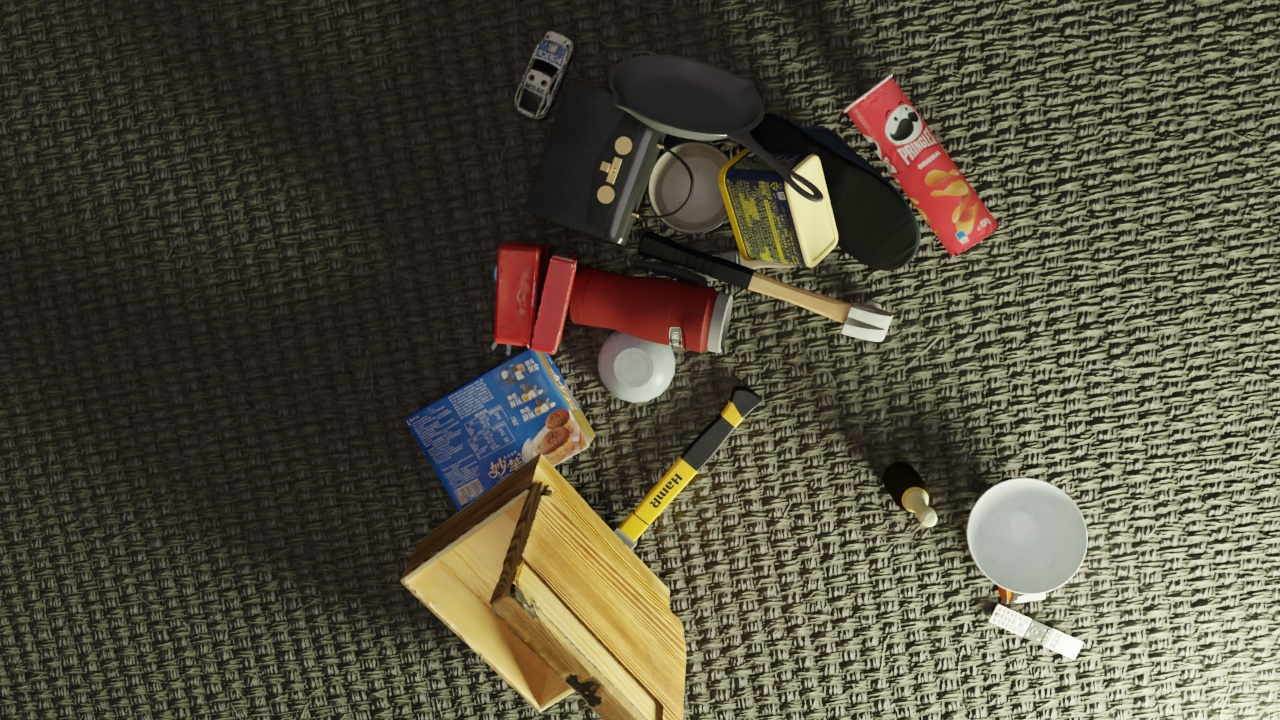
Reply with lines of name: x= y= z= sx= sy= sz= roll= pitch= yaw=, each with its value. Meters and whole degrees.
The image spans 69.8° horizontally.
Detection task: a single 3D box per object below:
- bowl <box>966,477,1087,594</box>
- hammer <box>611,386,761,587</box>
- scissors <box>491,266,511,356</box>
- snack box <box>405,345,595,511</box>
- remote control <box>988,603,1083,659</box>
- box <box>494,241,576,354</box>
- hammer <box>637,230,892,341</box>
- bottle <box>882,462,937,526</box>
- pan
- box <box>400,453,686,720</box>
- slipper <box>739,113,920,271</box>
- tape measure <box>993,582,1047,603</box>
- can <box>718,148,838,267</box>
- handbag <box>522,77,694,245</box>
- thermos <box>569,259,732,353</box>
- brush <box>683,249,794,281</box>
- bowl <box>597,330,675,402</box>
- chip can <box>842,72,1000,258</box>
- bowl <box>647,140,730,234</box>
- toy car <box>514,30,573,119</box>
bowl: x=0.488 y=0.223 z=1.183 sx=0.144 sy=0.074 sz=0.144 roll=-1 pitch=84 yaw=7
hammer: x=0.050 y=0.166 z=1.251 sx=0.170 sy=0.034 sz=0.325 roll=40 pitch=98 yaw=-2
scissors: x=-0.182 y=-0.077 z=1.248 sx=0.095 sy=0.015 sz=0.142 roll=34 pitch=94 yaw=0
snack box: x=-0.188 y=0.091 z=1.243 sx=0.203 sy=0.069 sz=0.155 roll=-29 pitch=94 yaw=10
remote control: x=0.532 y=0.364 z=1.236 sx=0.124 sy=0.011 sz=0.028 roll=24 pitch=99 yaw=2
box: x=-0.136 y=-0.085 z=1.162 sx=0.097 sy=0.157 sz=0.130 roll=8 pitch=98 yaw=-6
hammer: x=0.155 y=-0.097 z=1.160 sx=0.328 sy=0.131 sz=0.039 roll=20 pitch=104 yaw=7
bottle: x=0.339 y=0.170 z=1.141 sx=0.045 sy=0.184 sz=0.045 roll=1 pitch=98 yaw=5
pan: x=0.091 y=-0.279 z=1.087 sx=0.354 sy=0.216 sz=0.024 roll=48 pitch=141 yaw=32
box: x=-0.114 y=0.322 z=1.098 sx=0.286 sy=0.335 sz=0.279 roll=-37 pitch=104 yaw=15
slipper: x=0.249 y=-0.224 z=1.146 sx=0.265 sy=0.083 sz=0.109 roll=41 pitch=138 yaw=17
tape measure: x=0.497 y=0.298 z=1.207 sx=0.058 sy=0.059 sz=0.038 roll=-9 pitch=98 yaw=-2
can: x=0.170 y=-0.186 z=1.121 sx=0.075 sy=0.104 sz=0.135 roll=-42 pitch=127 yaw=-28
handbag: x=-0.022 y=-0.234 z=1.149 sx=0.196 sy=0.072 sz=0.176 roll=25 pitch=100 yaw=22
thermos: x=0.017 y=-0.077 z=1.192 sx=0.199 sy=0.084 sz=0.107 roll=12 pitch=64 yaw=11
brush: x=0.130 y=-0.127 z=1.210 sx=0.151 sy=0.012 sz=0.039 roll=-5 pitch=98 yaw=6
bowl: x=-0.007 y=0.007 z=1.228 sx=0.106 sy=0.039 sz=0.106 roll=1 pitch=98 yaw=6
chip can: x=0.350 y=-0.240 z=1.142 sx=0.073 sy=0.073 sz=0.233 roll=-37 pitch=94 yaw=9
bowl: x=0.069 y=-0.220 z=1.179 sx=0.115 sy=0.059 sz=0.115 roll=1 pitch=98 yaw=6
toy car: x=-0.126 y=-0.370 z=1.188 sx=0.048 sy=0.040 sz=0.113 roll=24 pitch=99 yaw=1
